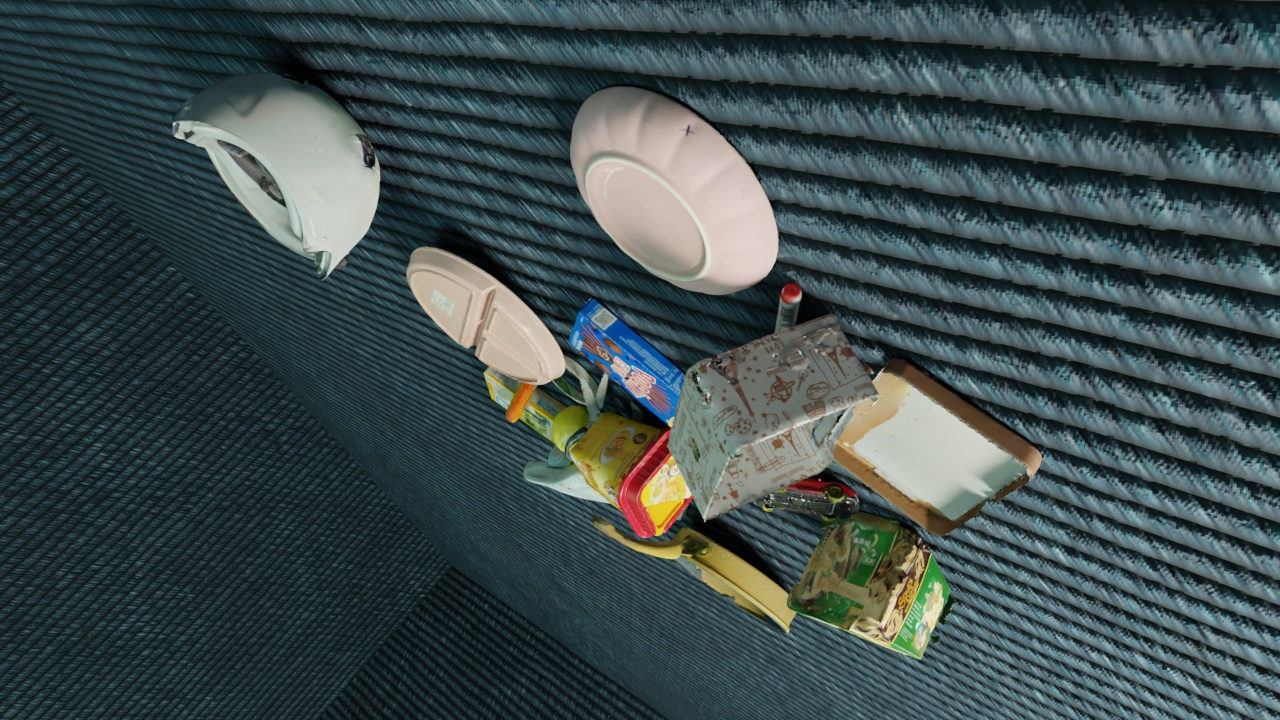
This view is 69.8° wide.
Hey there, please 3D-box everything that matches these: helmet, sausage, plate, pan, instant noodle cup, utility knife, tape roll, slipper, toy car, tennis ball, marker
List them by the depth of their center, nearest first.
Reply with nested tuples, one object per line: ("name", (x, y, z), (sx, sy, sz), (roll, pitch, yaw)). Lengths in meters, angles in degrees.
("plate", (0.015, -0.118, 0.705), (0.192, 0.039, 0.193), (34, 156, 17))
("marker", (0.117, -0.017, 0.756), (0.017, 0.017, 0.145), (33, 156, 20))
("toy car", (0.164, 0.133, 0.912), (0.106, 0.031, 0.049), (10, 145, 10))
("helmet", (-0.379, -0.219, 1.010), (0.229, 0.145, 0.259), (46, 165, -8))
("instant noodle cup", (-0.008, 0.127, 1.088), (0.124, 0.115, 0.116), (25, 153, 38))
("plate", (-0.190, -0.046, 1.101), (0.229, 0.028, 0.230), (31, 158, 14))
("tape roll", (-0.087, 0.023, 1.156), (0.086, 0.013, 0.086), (34, 156, 17))
("utility knife", (-0.002, 0.112, 1.179), (0.033, 0.015, 0.224), (30, 154, 20))
("pan", (0.067, 0.264, 1.186), (0.198, 0.078, 0.357), (18, 158, 51))
("tennis ball", (-0.084, 0.092, 1.209), (0.065, 0.065, 0.066), (34, 157, 17))
("sausage", (-0.156, 0.041, 1.238), (0.021, 0.021, 0.166), (40, 140, 4))
("slipper", (-0.089, 0.153, 1.298), (0.104, 0.074, 0.246), (24, 166, -26))

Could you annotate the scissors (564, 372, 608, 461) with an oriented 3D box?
("scissors", (-0.058, 0.072, 1.130), (0.164, 0.165, 0.014), (25, -148, -47))

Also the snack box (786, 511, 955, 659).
("snack box", (0.234, 0.230, 0.909), (0.105, 0.118, 0.118), (43, 160, -31))

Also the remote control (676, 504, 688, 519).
("remote control", (0.041, 0.178, 1.221), (0.049, 0.024, 0.125), (34, 156, 15))

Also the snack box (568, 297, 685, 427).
("snack box", (-0.006, 0.006, 0.978), (0.157, 0.026, 0.085), (39, 157, 4))

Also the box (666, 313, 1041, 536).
("box", (0.157, 0.061, 0.740), (0.269, 0.136, 0.180), (9, 154, -1))

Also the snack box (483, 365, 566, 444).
("snack box", (-0.160, 0.063, 1.320), (0.140, 0.033, 0.087), (35, 157, 18))
